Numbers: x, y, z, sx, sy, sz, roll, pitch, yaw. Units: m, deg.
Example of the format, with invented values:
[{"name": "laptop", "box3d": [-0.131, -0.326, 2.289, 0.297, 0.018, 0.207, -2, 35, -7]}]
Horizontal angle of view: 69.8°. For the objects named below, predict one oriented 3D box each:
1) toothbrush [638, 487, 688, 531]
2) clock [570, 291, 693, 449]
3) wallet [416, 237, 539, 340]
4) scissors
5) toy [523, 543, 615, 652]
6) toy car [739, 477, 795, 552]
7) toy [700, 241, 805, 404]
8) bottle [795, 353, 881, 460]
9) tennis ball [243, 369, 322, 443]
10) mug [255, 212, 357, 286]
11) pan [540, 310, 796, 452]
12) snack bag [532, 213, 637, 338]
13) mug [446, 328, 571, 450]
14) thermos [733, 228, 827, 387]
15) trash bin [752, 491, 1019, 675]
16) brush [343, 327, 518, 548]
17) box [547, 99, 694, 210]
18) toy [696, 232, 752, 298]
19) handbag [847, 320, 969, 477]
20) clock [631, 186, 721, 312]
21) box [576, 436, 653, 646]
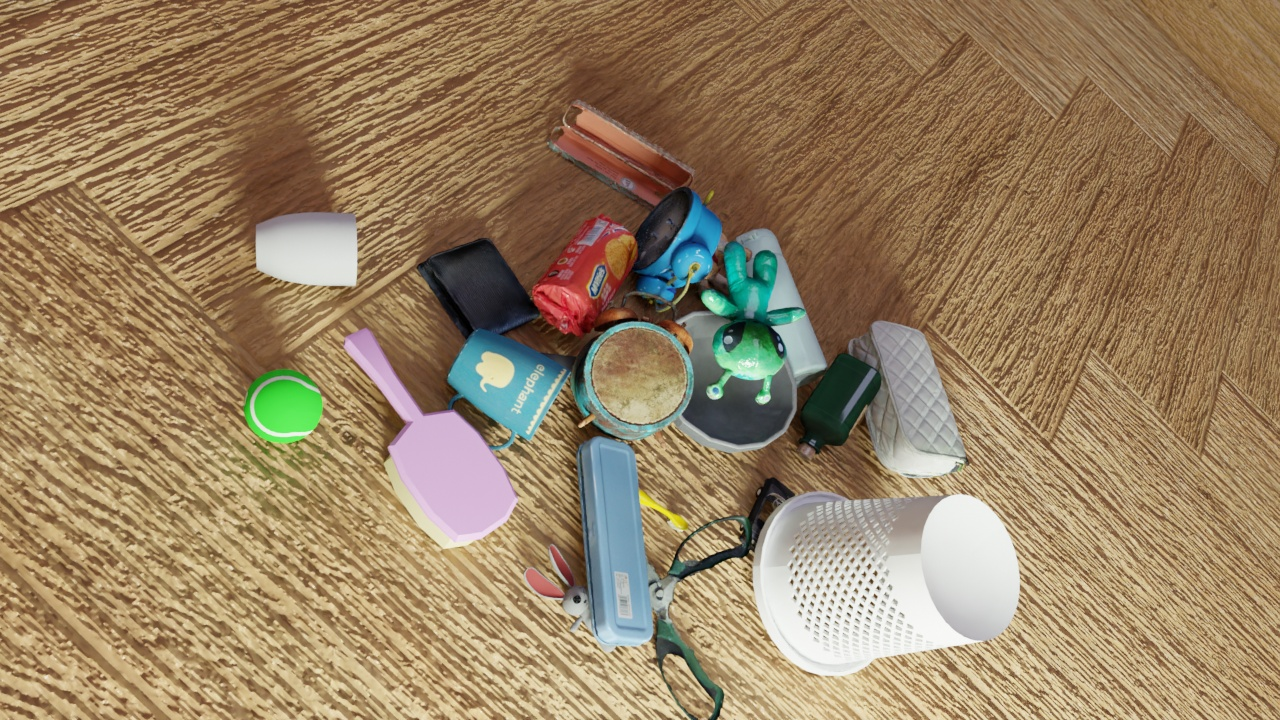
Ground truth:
[{"name": "toothbrush", "box3d": [-0.005, 0.138, 0.964, 0.135, 0.016, 0.021, 38, 53, -3]}, {"name": "clock", "box3d": [-0.006, 0.005, 0.954, 0.121, 0.073, 0.157, 16, 75, -10]}, {"name": "wallet", "box3d": [-0.172, -0.077, 0.986, 0.089, 0.026, 0.115, -30, 81, -40]}, {"name": "scissors", "box3d": [0.059, 0.247, 0.926, 0.201, 0.015, 0.201, -26, 80, -28]}, {"name": "toy", "box3d": [-0.060, 0.228, 0.870, 0.111, 0.030, 0.049, 45, 56, 2]}, {"name": "toy car", "box3d": [0.142, 0.172, 1.013, 0.040, 0.037, 0.092, 38, 51, -5]}, {"name": "toy", "box3d": [0.122, -0.043, 1.048, 0.130, 0.073, 0.193, 11, 66, -15]}, {"name": "bottle", "box3d": [0.229, 0.062, 1.098, 0.061, 0.061, 0.131, 31, 75, 22]}, {"name": "tennis ball", "box3d": [-0.315, 0.040, 0.810, 0.065, 0.066, 0.065, 14, 57, -23]}, {"name": "mug", "box3d": [-0.329, -0.119, 0.902, 0.089, 0.071, 0.107, -1, 36, -21]}, {"name": "pan", "box3d": [0.010, 0.018, 1.027, 0.356, 0.041, 0.178, 7, 59, -20]}, {"name": "snack bag", "box3d": [-0.062, -0.094, 1.020, 0.082, 0.083, 0.175, 36, 44, -7]}, {"name": "mug", "box3d": [-0.142, 0.032, 0.913, 0.104, 0.084, 0.112, 31, 80, -3]}, {"name": "thermos", "box3d": [0.169, -0.070, 1.151, 0.078, 0.065, 0.206, 31, 38, -63]}, {"name": "trash bin", "box3d": [0.252, 0.215, 0.923, 0.195, 0.200, 0.195, 11, 69, -30]}, {"name": "brush", "box3d": [-0.209, 0.071, 0.866, 0.089, 0.043, 0.228, -32, 81, -38]}, {"name": "box", "box3d": [-0.024, -0.254, 1.161, 0.187, 0.085, 0.048, 28, 20, -11]}, {"name": "toy", "box3d": [0.091, -0.125, 1.145, 0.074, 0.085, 0.106, -22, 49, -4]}, {"name": "handbag", "box3d": [0.338, 0.051, 1.176, 0.138, 0.073, 0.194, 11, 58, -35]}, {"name": "clock", "box3d": [0.039, -0.128, 1.083, 0.060, 0.117, 0.161, 31, 52, -26]}, {"name": "box", "box3d": [-0.028, 0.175, 0.900, 0.065, 0.037, 0.209, 18, 53, -36]}]
